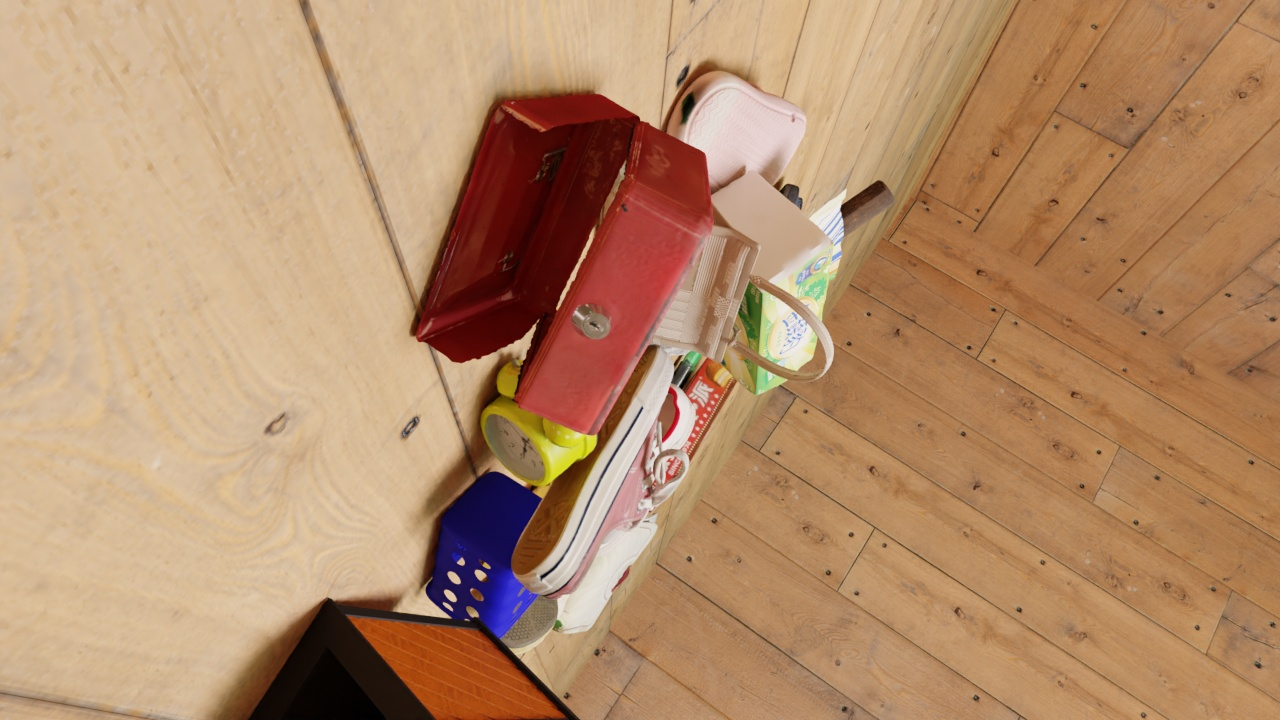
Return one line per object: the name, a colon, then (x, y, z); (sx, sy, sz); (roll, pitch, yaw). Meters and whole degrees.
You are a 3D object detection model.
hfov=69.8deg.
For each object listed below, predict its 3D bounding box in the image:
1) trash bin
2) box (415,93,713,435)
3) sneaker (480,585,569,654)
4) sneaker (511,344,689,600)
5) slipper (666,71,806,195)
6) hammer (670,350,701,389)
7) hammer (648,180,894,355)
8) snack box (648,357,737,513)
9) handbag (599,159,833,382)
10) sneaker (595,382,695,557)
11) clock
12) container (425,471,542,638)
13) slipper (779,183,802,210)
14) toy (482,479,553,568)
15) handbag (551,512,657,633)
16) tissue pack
trash bin: (-0.167, 0.281, 0.670); (0.139, 0.140, 0.171); (-57, 146, 0)
box: (-0.027, -0.058, 0.535); (0.158, 0.127, 0.136); (-64, 171, 29)
sneaker: (-0.142, 0.291, 1.078); (0.102, 0.089, 0.241); (-52, 174, 16)
sneaker: (-0.018, 0.096, 0.761); (0.119, 0.088, 0.240); (-17, -140, 51)
slipper: (0.079, -0.185, 0.777); (0.107, 0.056, 0.221); (-59, 157, 14)
hammer: (0.066, 0.003, 1.264); (0.319, 0.032, 0.130); (-58, 169, 8)
hammer: (0.135, -0.099, 0.973); (0.301, 0.037, 0.217); (-34, 173, 12)
snack box: (0.062, 0.101, 1.342); (0.235, 0.060, 0.113); (-56, 179, -34)
handbag: (0.059, -0.047, 0.709); (0.062, 0.198, 0.176); (-51, 166, -27)
sneaker: (-0.021, 0.126, 1.122); (0.236, 0.090, 0.104); (-54, 159, -9)
clock: (-0.076, 0.043, 0.694); (0.056, 0.083, 0.119); (-40, 162, -35)
container: (-0.128, 0.170, 0.800); (0.084, 0.085, 0.114); (-46, 163, -45)
slipper: (0.175, -0.101, 1.155); (0.101, 0.082, 0.263); (125, -13, -65)
toy: (-0.097, 0.168, 0.981); (0.155, 0.064, 0.170); (-49, 166, 28)
handbag: (-0.064, 0.288, 1.325); (0.198, 0.096, 0.142); (-57, 167, 7)
tissue pack: (0.126, -0.078, 0.817); (0.141, 0.120, 0.198); (-35, 160, -14)
